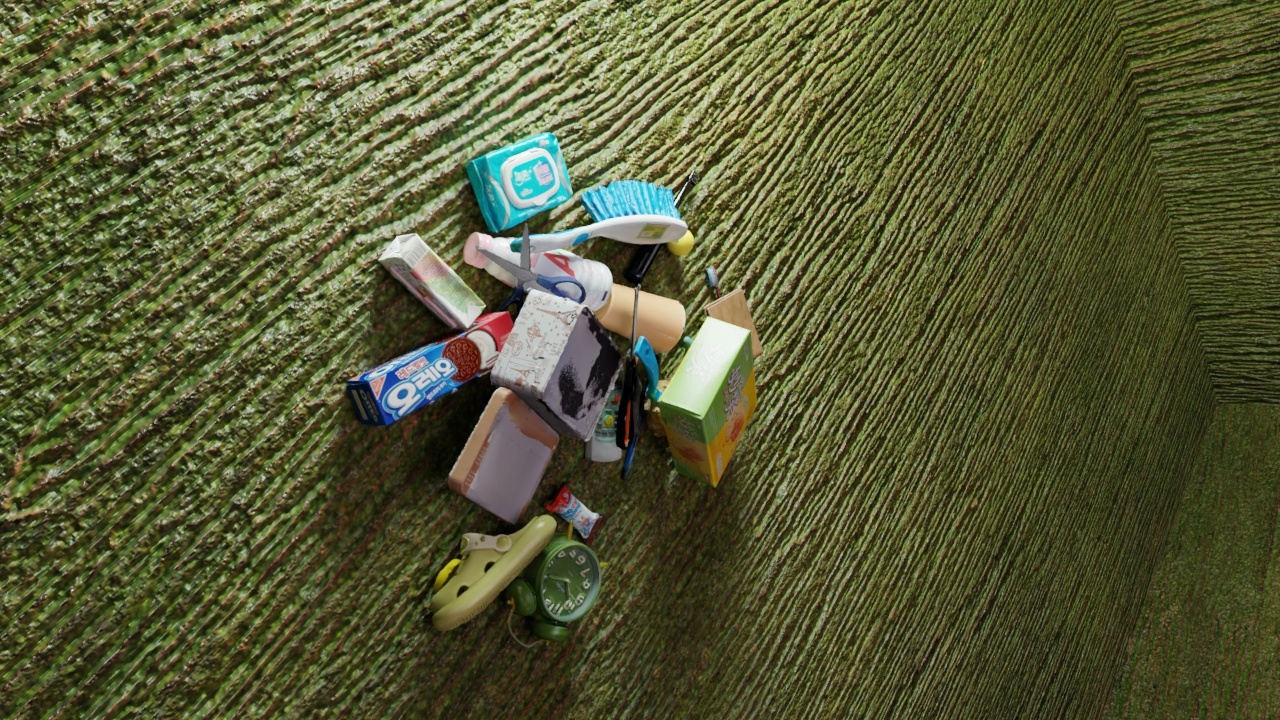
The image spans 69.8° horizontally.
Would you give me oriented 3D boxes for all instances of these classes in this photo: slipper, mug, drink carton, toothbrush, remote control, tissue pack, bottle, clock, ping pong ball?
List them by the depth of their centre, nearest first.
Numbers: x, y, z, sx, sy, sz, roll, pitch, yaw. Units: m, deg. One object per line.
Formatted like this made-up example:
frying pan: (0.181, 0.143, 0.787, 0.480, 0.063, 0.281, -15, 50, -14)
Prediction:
drink carton: (-0.242, -0.088, 1.066, 0.122, 0.054, 0.045, 50, 61, -31)
slipper: (-0.187, 0.244, 1.115, 0.081, 0.092, 0.190, 44, 66, 12)
tissue pack: (-0.152, -0.223, 1.147, 0.133, 0.050, 0.093, -33, 113, -37)
bottle: (-0.129, -0.115, 1.161, 0.196, 0.068, 0.068, 15, 81, -39)
clock: (-0.115, 0.296, 1.187, 0.160, 0.056, 0.116, -52, 122, -28)
remote control: (-0.049, 0.073, 1.267, 0.056, 0.019, 0.135, 2, 89, -43)
mug: (-0.008, -0.064, 1.268, 0.122, 0.078, 0.078, 19, 78, -36)
toothbrush: (0.001, 0.081, 1.319, 0.016, 0.014, 0.189, 37, 65, -62)
toothbrush: (0.036, -0.199, 1.336, 0.027, 0.026, 0.212, 35, 66, -12)
ping pong ball: (0.058, -0.174, 1.346, 0.040, 0.040, 0.040, -1, 91, -42)
toothbrush: (0.129, -0.056, 1.431, 0.017, 0.016, 0.187, -23, 106, -32)

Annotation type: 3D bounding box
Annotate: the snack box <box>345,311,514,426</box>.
snack box: (-0.235, 0.008, 1.071, 0.206, 0.057, 0.058, -32, 111, -38)

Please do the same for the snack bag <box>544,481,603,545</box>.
snack bag: (-0.088, 0.205, 1.231, 0.105, 0.026, 0.045, 48, 58, -35)

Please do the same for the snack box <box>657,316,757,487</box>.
snack box: (0.101, 0.063, 1.310, 0.157, 0.070, 0.210, -59, 156, -26)

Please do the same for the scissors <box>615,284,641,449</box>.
scissors: (-0.012, 0.016, 1.222, 0.148, 0.022, 0.235, -72, 166, -44)

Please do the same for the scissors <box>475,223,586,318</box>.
scissors: (-0.135, -0.095, 1.119, 0.174, 0.163, 0.012, 9, 41, -32)

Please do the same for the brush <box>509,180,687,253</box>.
brush: (-0.055, -0.183, 1.201, 0.313, 0.061, 0.109, -4, 56, -40)

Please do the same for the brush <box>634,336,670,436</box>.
brush: (0.021, 0.033, 1.237, 0.255, 0.046, 0.083, 70, 38, -64)

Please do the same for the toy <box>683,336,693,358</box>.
toy: (0.077, 0.022, 1.378, 0.096, 0.030, 0.091, 38, 71, -44)

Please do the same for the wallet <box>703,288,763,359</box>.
wallet: (0.143, -0.044, 1.419, 0.101, 0.020, 0.115, -31, 108, -45)

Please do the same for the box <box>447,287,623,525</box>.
box: (-0.127, 0.066, 1.117, 0.259, 0.082, 0.177, -65, 156, -15)
